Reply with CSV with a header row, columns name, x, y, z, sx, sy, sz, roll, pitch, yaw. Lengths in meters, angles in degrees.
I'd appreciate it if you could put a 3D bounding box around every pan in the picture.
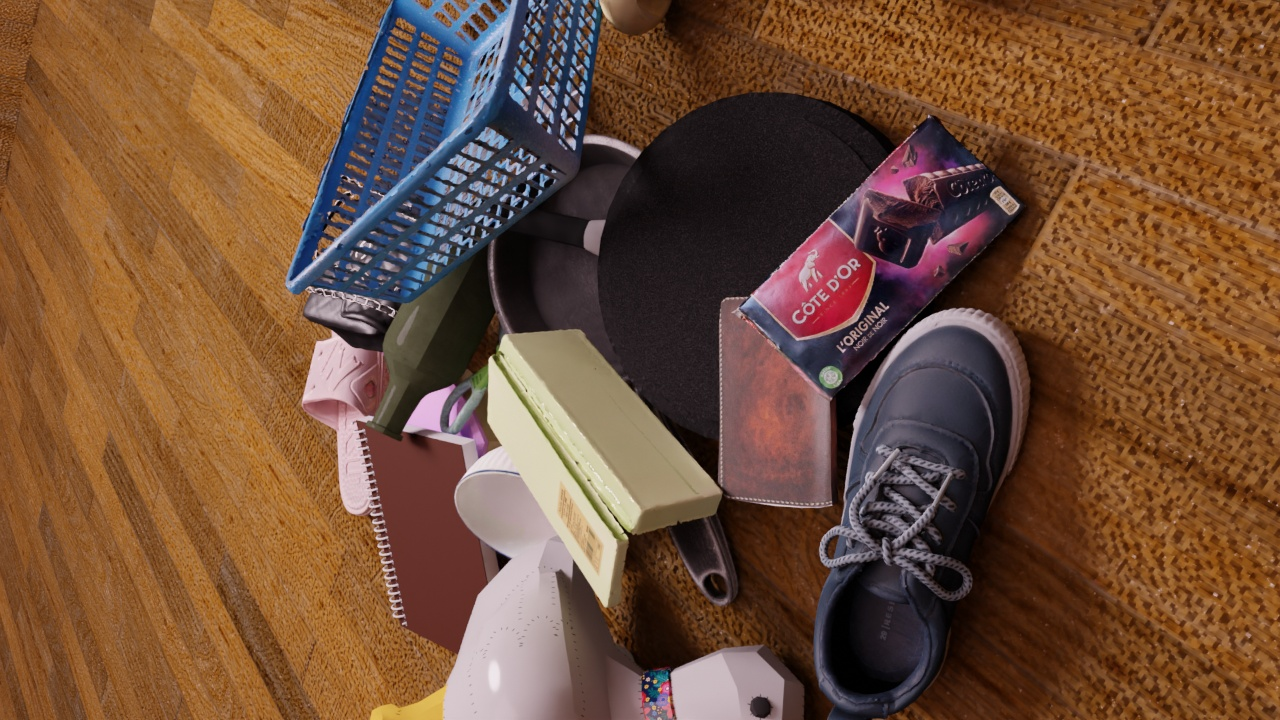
name,x,y,z,sx,sy,sz,roll,pitch,yaw
pan,-0.004,0.004,0.669,0.188,0.055,0.356,-31,79,32
pan,0.015,-0.073,0.614,0.357,0.034,0.225,16,100,29

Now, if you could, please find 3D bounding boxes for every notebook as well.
name,x,y,z,sx,sy,sz,roll,pitch,yaw
notebook,-0.185,0.158,0.808,0.172,0.022,0.209,6,110,43

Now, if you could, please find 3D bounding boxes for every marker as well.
name,x,y,z,sx,sy,sz,roll,pitch,yaw
marker,-0.099,-0.227,0.795,0.133,0.023,0.027,14,75,43

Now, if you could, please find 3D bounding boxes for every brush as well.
name,x,y,z,sx,sy,sz,roll,pitch,yaw
brush,-0.193,0.033,0.852,0.228,0.043,0.089,50,120,34

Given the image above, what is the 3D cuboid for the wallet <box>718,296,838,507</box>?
name,x,y,z,sx,sy,sz,roll,pitch,yaw
wallet,0.081,0.023,0.545,0.072,0.019,0.123,0,92,30

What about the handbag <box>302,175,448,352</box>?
name,x,y,z,sx,sy,sz,roll,pitch,yaw
handbag,-0.230,-0.091,0.827,0.125,0.115,0.153,16,71,35

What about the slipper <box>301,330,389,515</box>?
name,x,y,z,sx,sy,sz,roll,pitch,yaw
slipper,-0.303,0.041,0.944,0.094,0.064,0.239,-13,79,42

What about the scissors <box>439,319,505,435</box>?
name,x,y,z,sx,sy,sz,roll,pitch,yaw
scissors,-0.119,-0.003,0.768,0.160,0.025,0.171,-33,48,28

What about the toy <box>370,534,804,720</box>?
name,x,y,z,sx,sy,sz,roll,pitch,yaw
toy,-0.035,0.221,0.597,0.267,0.141,0.246,-20,51,0

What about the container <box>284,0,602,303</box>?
name,x,y,z,sx,sy,sz,roll,pitch,yaw
container,-0.126,-0.220,0.697,0.258,0.089,0.361,-28,43,38

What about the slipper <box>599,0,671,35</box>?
name,x,y,z,sx,sy,sz,roll,pitch,yaw
slipper,0.034,-0.358,0.636,0.079,0.111,0.262,17,104,21

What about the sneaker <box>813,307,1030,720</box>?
name,x,y,z,sx,sy,sz,roll,pitch,yaw
sneaker,0.141,0.087,0.489,0.089,0.087,0.235,14,99,27

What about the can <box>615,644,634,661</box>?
name,x,y,z,sx,sy,sz,roll,pitch,yaw
can,-0.037,0.257,0.694,0.032,0.032,0.095,45,117,36

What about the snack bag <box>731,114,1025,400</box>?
name,x,y,z,sx,sy,sz,roll,pitch,yaw
snack bag,0.133,-0.056,0.510,0.074,0.018,0.155,45,94,4

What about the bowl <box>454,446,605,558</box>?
name,x,y,z,sx,sy,sz,roll,pitch,yaw
bowl,-0.077,0.103,0.708,0.118,0.118,0.062,-25,29,40

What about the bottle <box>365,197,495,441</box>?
name,x,y,z,sx,sy,sz,roll,pitch,yaw
bottle,-0.166,-0.032,0.767,0.071,0.071,0.206,17,77,43

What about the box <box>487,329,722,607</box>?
name,x,y,z,sx,sy,sz,roll,pitch,yaw
box,-0.030,0.056,0.609,0.188,0.083,0.092,51,149,38
